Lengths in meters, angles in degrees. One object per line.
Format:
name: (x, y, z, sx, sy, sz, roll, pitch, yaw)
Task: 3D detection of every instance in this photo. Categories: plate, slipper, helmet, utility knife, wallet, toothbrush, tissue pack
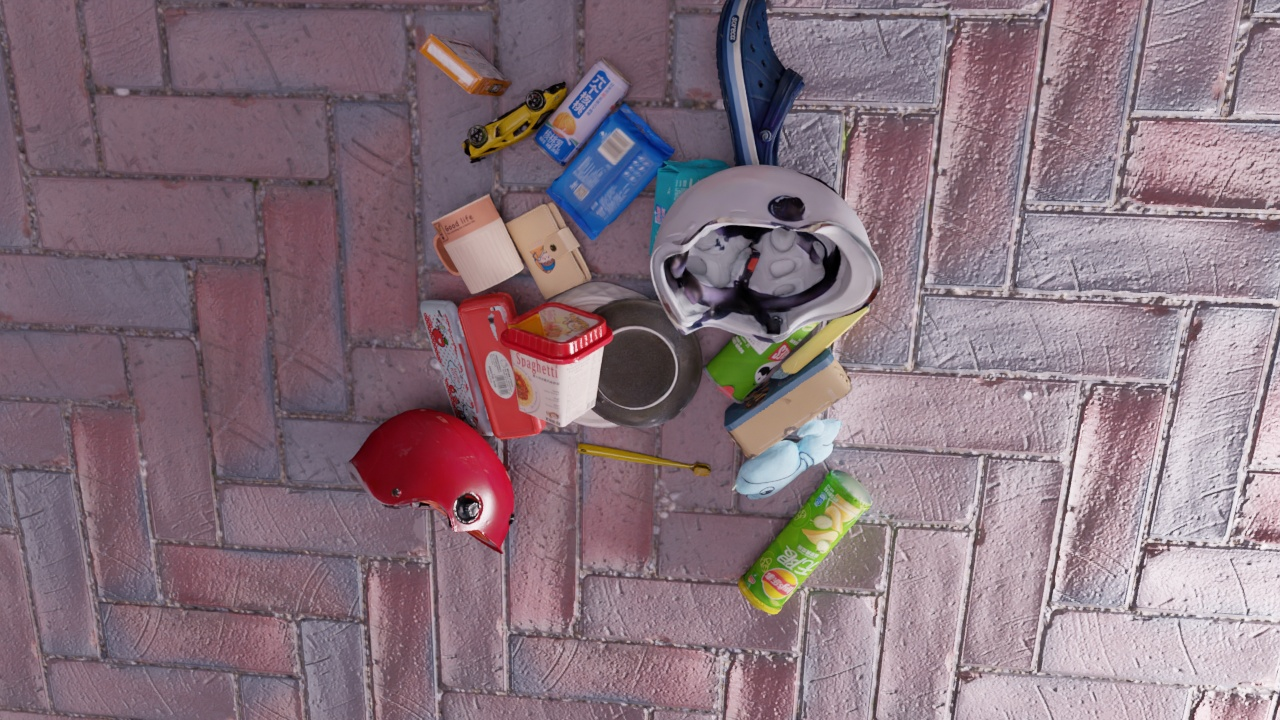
plate: (-0.056, -0.001, 1.239, 0.205, 0.045, 0.205, 2, 105, 6)
slipper: (0.148, -0.309, 1.094, 0.095, 0.105, 0.253, -4, 108, 15)
helmet: (-0.262, 0.152, 1.240, 0.240, 0.207, 0.143, 32, 76, -23)
utility knife: (0.234, -0.030, 1.181, 0.167, 0.031, 0.018, -36, 130, -9)
wallet: (-0.119, -0.144, 1.204, 0.087, 0.024, 0.115, -20, 103, 31)
plate: (-0.007, 0.007, 1.200, 0.179, 0.024, 0.179, 2, 107, 5)
helmet: (0.141, -0.138, 1.067, 0.259, 0.145, 0.229, -3, 148, 6)
toothbrush: (0.005, 0.140, 1.287, 0.190, 0.016, 0.016, 10, 106, 3)
tissue pack: (-0.039, -0.237, 1.164, 0.095, 0.052, 0.157, 43, 106, -5)
tissue pack: (0.064, -0.186, 1.149, 0.093, 0.050, 0.134, -4, 113, -29)

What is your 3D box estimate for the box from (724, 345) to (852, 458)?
box: (0.197, 0.048, 1.204, 0.184, 0.089, 0.062, -38, 99, 12)

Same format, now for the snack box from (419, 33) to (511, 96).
snack box: (-0.205, -0.351, 1.096, 0.075, 0.153, 0.026, 40, 105, -6)

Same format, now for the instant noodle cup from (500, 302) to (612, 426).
instant noodle cup: (-0.105, 0.007, 1.160, 0.116, 0.116, 0.124, 19, 122, 28)

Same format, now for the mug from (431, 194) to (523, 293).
mug: (-0.222, -0.147, 1.202, 0.115, 0.081, 0.106, -16, 107, 38)

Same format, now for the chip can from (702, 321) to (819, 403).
chip can: (0.185, -0.049, 1.184, 0.072, 0.072, 0.236, 41, 106, -6)

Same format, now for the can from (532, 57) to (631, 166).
can: (-0.073, -0.310, 1.146, 0.053, 0.053, 0.135, 42, 106, -7)

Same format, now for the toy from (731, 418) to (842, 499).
toy: (0.192, 0.136, 1.231, 0.156, 0.049, 0.162, -13, 144, -19)

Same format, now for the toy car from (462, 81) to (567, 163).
toy car: (-0.155, -0.298, 1.149, 0.156, 0.071, 0.041, -29, 100, 12)

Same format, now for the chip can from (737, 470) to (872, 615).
chip can: (0.227, 0.250, 1.267, 0.072, 0.072, 0.222, 35, 106, -5)

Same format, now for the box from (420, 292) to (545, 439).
box: (-0.215, 0.011, 1.231, 0.161, 0.058, 0.201, -3, 112, 27)
